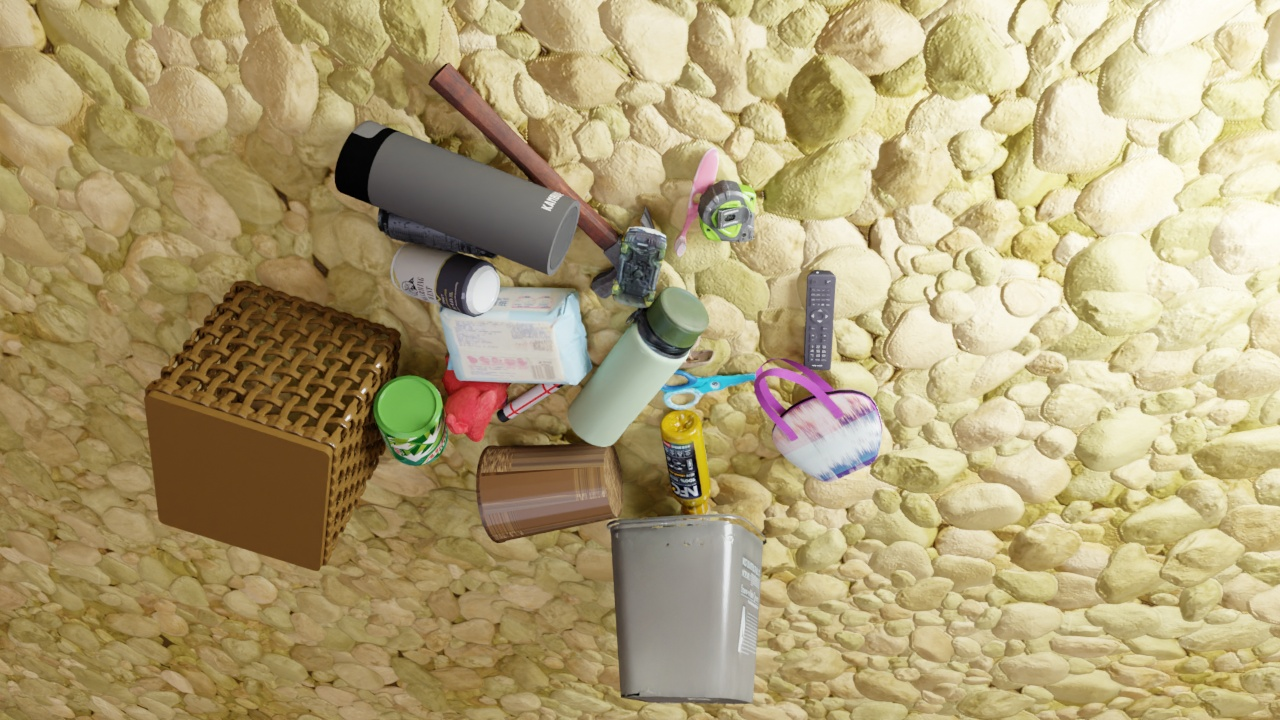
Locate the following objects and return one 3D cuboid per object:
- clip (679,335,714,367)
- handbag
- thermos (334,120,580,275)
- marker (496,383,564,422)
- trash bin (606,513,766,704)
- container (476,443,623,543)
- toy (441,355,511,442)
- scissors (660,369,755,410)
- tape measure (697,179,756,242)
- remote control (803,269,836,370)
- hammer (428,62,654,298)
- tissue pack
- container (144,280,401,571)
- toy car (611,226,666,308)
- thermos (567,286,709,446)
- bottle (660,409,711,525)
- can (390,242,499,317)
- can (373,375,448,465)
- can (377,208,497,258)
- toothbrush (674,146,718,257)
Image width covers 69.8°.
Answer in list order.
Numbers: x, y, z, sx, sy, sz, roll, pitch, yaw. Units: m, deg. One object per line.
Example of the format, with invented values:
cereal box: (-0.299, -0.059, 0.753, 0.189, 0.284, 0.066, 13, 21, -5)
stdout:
clip: (0.062, -0.005, 1.101, 0.039, 0.024, 0.060, 37, 138, -15)
handbag: (0.202, 0.063, 1.100, 0.145, 0.067, 0.170, -32, 116, 34)
thermos: (-0.189, -0.169, 0.949, 0.240, 0.082, 0.082, 22, 132, 6)
marker: (-0.132, 0.043, 1.186, 0.146, 0.019, 0.019, -31, 118, 33)
trash bin: (0.063, 0.336, 1.221, 0.198, 0.219, 0.197, -6, 156, 18)
container: (-0.116, 0.169, 1.228, 0.167, 0.132, 0.132, -8, 128, 11)
toy: (-0.226, 0.052, 1.150, 0.094, 0.132, 0.088, 25, 121, 3)
scissors: (0.086, 0.030, 1.133, 0.135, 0.015, 0.066, -8, 126, 22)
tape measure: (0.090, -0.151, 0.949, 0.058, 0.035, 0.066, -8, 131, -5)
remote control: (0.203, -0.044, 1.039, 0.032, 0.015, 0.137, 2, 131, 10)
hammer: (-0.100, -0.193, 0.970, 0.111, 0.028, 0.300, -31, 118, 33)
tissue pack: (-0.154, -0.031, 1.096, 0.182, 0.069, 0.112, 3, 131, 13)
container: (-0.458, 0.085, 1.164, 0.219, 0.213, 0.252, 18, 132, -4)
toy car: (-0.002, -0.101, 0.986, 0.048, 0.033, 0.106, 11, 138, -4)
thermos: (-0.006, 0.006, 1.090, 0.082, 0.082, 0.232, 28, 131, -12)
bottle: (0.064, 0.149, 1.212, 0.053, 0.053, 0.186, -1, 130, 13)
can: (-0.226, -0.095, 1.042, 0.127, 0.064, 0.064, 18, 135, 24)
can: (-0.293, 0.082, 1.184, 0.083, 0.083, 0.144, 16, 157, -2)
can: (-0.217, -0.150, 1.015, 0.138, 0.053, 0.054, 11, 132, 3)
toothbrush: (0.058, -0.165, 0.967, 0.021, 0.016, 0.135, 7, 133, -13)
